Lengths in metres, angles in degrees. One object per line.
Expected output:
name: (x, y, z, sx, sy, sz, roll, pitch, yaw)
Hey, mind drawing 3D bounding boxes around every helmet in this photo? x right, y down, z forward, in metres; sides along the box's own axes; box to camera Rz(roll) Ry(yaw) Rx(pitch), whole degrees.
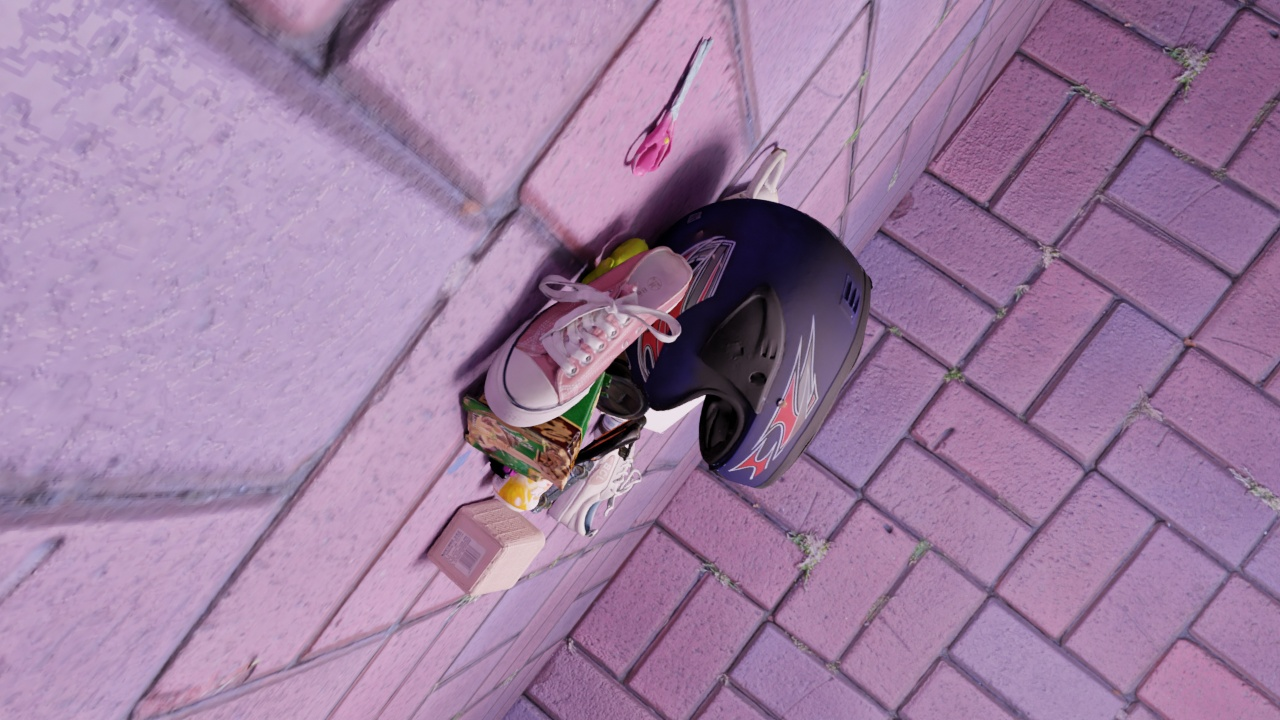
helmet: (0.097, -0.029, 1.037, 0.247, 0.240, 0.316, -91, -156, -71)

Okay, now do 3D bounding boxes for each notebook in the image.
notebook: (0.042, 0.045, 1.332, 0.150, 0.012, 0.209, -39, 154, 12)

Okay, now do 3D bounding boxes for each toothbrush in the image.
toothbrush: (0.001, 0.089, 1.424, 0.026, 0.027, 0.212, -43, -169, 33)

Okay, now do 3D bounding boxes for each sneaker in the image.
sneaker: (-0.051, 0.184, 1.490, 0.242, 0.091, 0.089, -56, 169, 14)
sneaker: (-0.040, -0.035, 0.835, 0.240, 0.118, 0.088, -39, 176, -24)

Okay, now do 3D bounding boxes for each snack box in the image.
snack box: (-0.098, 0.046, 0.901, 0.105, 0.117, 0.118, -60, 175, -28)

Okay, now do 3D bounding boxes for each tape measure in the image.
tape measure: (-0.141, 0.103, 1.033, 0.056, 0.039, 0.058, -44, 166, -33)

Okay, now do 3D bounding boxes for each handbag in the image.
handbag: (0.144, -0.193, 1.211, 0.163, 0.063, 0.179, -35, 155, -60)

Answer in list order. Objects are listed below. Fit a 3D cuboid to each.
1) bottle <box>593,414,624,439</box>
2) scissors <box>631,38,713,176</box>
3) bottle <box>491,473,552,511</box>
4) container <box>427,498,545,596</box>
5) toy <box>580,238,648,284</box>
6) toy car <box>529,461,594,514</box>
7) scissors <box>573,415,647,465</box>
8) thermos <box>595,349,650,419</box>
bottle: (-0.014, 0.051, 1.353, 0.079, 0.044, 0.195, -24, 152, -51)
scissors: (0.034, -0.223, 0.813, 0.137, 0.017, 0.073, -60, 166, 17)
bottle: (-0.128, 0.125, 1.091, 0.108, 0.063, 0.063, -54, 168, 7)
container: (-0.188, 0.225, 1.107, 0.090, 0.090, 0.111, -53, 164, 4)
toy: (-0.024, -0.089, 0.939, 0.100, 0.031, 0.097, -49, 166, -14)
toy car: (-0.119, 0.180, 1.357, 0.120, 0.037, 0.054, -41, 168, -5)
scissors: (-0.071, 0.123, 1.181, 0.233, 0.021, 0.222, -30, 180, -37)
thermos: (-0.007, 0.007, 1.165, 0.142, 0.093, 0.093, -53, 172, -43)
